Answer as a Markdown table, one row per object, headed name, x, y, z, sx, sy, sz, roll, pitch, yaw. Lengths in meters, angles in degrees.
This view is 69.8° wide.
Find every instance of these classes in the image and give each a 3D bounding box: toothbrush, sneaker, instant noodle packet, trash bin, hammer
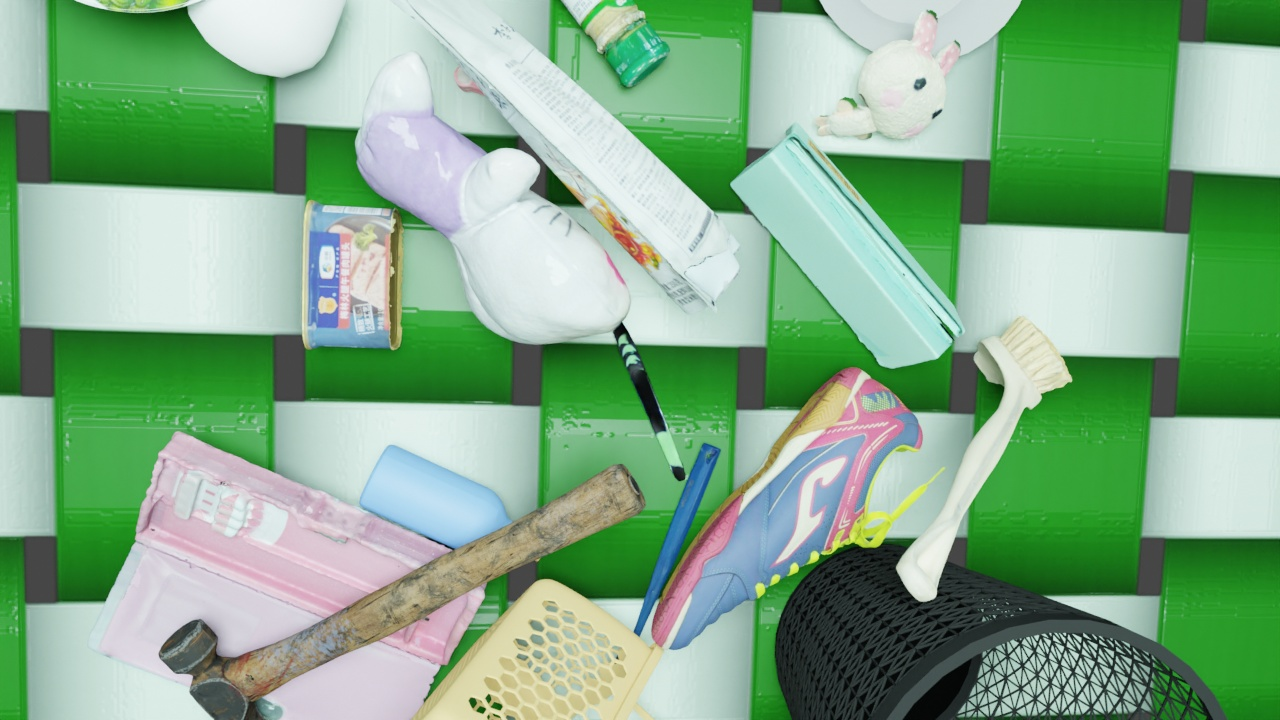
| name | x | y | z | sx | sy | sz | roll | pitch | yaw |
| --- | --- | --- | --- | --- | --- | --- | --- | --- | --- |
| toothbrush | -0.004 | 0.004 | 0.667 | 0.014 | 0.017 | 0.188 | -23 | 98 | -6 |
| sneaker | 0.107 | 0.117 | 0.638 | 0.091 | 0.116 | 0.241 | 41 | 83 | 2 |
| toothbrush | 0.019 | 0.152 | 0.681 | 0.016 | 0.017 | 0.190 | 21 | 92 | -9 |
| instant noodle packet | -0.045 | -0.142 | 0.583 | 0.269 | 0.146 | 0.057 | 42 | 111 | -14 |
| trash bin | 0.197 | 0.230 | 0.592 | 0.217 | 0.243 | 0.217 | -1 | 94 | -7 |
| hammer | -0.143 | 0.159 | 0.595 | 0.331 | 0.033 | 0.120 | -28 | 112 | 10 |

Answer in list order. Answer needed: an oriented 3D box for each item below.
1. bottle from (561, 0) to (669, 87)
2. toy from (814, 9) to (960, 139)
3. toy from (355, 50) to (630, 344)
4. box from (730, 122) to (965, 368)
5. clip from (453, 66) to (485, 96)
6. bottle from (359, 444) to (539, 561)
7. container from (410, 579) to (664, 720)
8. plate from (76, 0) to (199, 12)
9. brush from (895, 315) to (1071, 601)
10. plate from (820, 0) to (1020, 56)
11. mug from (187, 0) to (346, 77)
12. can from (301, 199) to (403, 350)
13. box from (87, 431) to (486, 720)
| name | x | y | z | sx | sy | sz | roll | pitch | yaw |
| --- | --- | --- | --- | --- | --- | --- | --- | --- | --- |
| bottle | -0.027 | -0.244 | 0.632 | 0.042 | 0.042 | 0.110 | -38 | 96 | -2 |
| toy | 0.180 | -0.189 | 0.646 | 0.112 | 0.087 | 0.050 | -44 | 55 | 10 |
| toy | -0.098 | -0.088 | 0.588 | 0.209 | 0.138 | 0.085 | 47 | 73 | -7 |
| box | 0.161 | -0.090 | 0.655 | 0.079 | 0.077 | 0.189 | -44 | 96 | -18 |
| clip | -0.101 | -0.188 | 0.632 | 0.057 | 0.035 | 0.022 | 16 | 96 | -4 |
| bottle | -0.127 | 0.107 | 0.645 | 0.131 | 0.048 | 0.048 | 26 | 91 | -8 |
| container | -0.059 | 0.258 | 0.587 | 0.167 | 0.183 | 0.129 | 43 | 115 | 1 |
| plate | -0.292 | -0.320 | 0.530 | 0.229 | 0.030 | 0.229 | 1 | 101 | 5 |
| brush | 0.224 | 0.056 | 0.600 | 0.062 | 0.078 | 0.271 | 43 | 48 | 1 |
| plate | 0.199 | -0.301 | 0.663 | 0.172 | 0.019 | 0.173 | 0 | 95 | -6 |
| mug | -0.253 | -0.236 | 0.586 | 0.124 | 0.090 | 0.076 | 39 | 100 | 10 |
| can | -0.194 | -0.057 | 0.621 | 0.059 | 0.054 | 0.100 | 1 | 95 | -8 |
| box | -0.241 | 0.166 | 0.639 | 0.233 | 0.055 | 0.180 | 27 | 107 | -9 |
